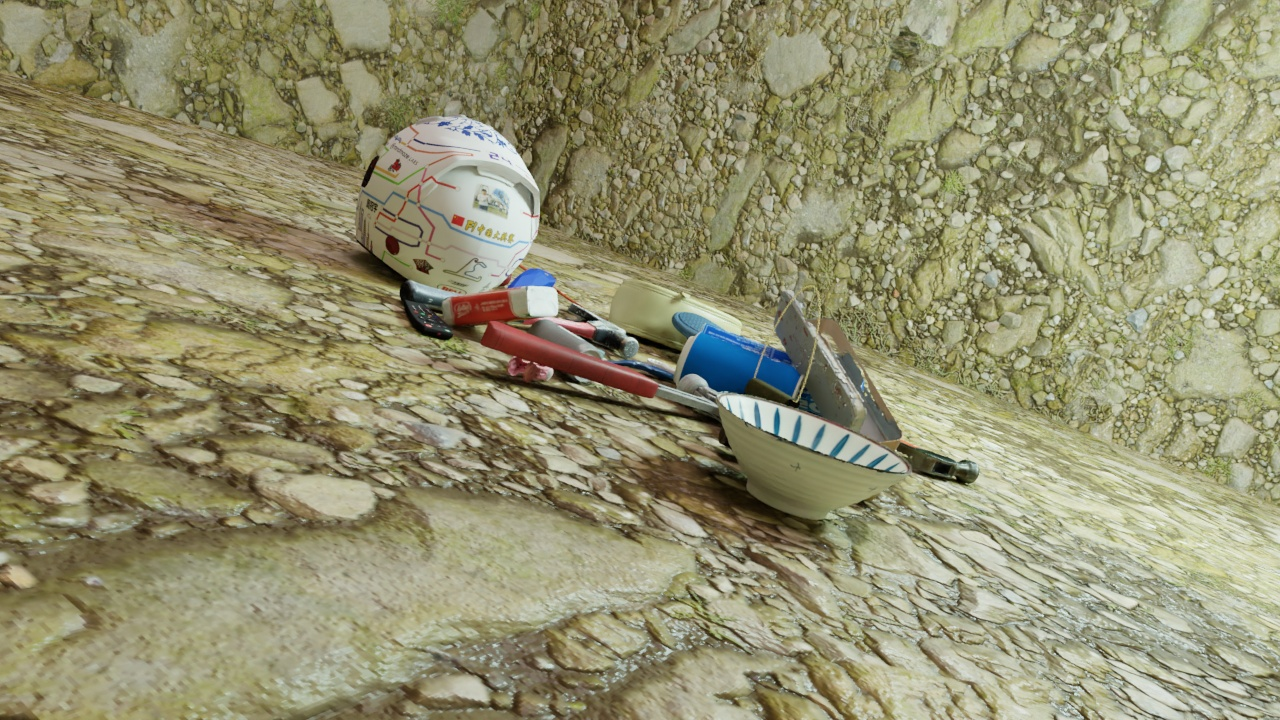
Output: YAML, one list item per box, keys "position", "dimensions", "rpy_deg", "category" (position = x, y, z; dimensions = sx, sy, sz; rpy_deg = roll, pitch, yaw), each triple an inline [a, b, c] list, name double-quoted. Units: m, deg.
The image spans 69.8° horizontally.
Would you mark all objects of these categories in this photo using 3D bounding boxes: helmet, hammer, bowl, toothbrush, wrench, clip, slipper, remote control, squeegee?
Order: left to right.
- position: [-0.239, -0.046, 1.022]
  dimensions: [0.039, 0.010, 0.125]
  rpy_deg: [14, 11, -29]
  category: "remote control"
- position: [-0.269, -0.224, 1.292]
  dimensions: [0.230, 0.236, 0.315]
  rpy_deg: [15, 10, -35]
  category: "helmet"
- position: [-0.162, -0.061, 1.197]
  dimensions: [0.325, 0.036, 0.140]
  rpy_deg: [11, 14, -40]
  category: "hammer"
- position: [-0.169, -0.112, 1.407]
  dimensions: [0.249, 0.055, 0.184]
  rpy_deg: [34, 23, 4]
  category: "squeegee"
- position: [-0.106, 0.011, 0.930]
  dimensions: [0.037, 0.022, 0.058]
  rpy_deg: [20, 7, 24]
  category: "clip"
- position: [-0.022, 0.017, 0.954]
  dimensions: [0.315, 0.036, 0.126]
  rpy_deg: [19, 11, -34]
  category: "hammer"
- position: [-0.007, 0.007, 1.168]
  dimensions: [0.132, 0.016, 0.021]
  rpy_deg: [14, 13, -24]
  category: "toothbrush"
- position: [0.133, -0.006, 1.406]
  dimensions: [0.213, 0.059, 0.103]
  rpy_deg: [30, 12, -26]
  category: "slipper"
- position: [0.132, 0.050, 1.220]
  dimensions: [0.273, 0.009, 0.047]
  rpy_deg: [21, 9, 14]
  category: "wrench"
- position: [0.138, 0.092, 0.799]
  dimensions: [0.177, 0.071, 0.177]
  rpy_deg: [18, 9, -3]
  category: "bowl"
- position: [0.311, 0.090, 1.297]
  dimensions: [0.133, 0.033, 0.333]
  rpy_deg: [13, 10, -29]
  category: "hammer"

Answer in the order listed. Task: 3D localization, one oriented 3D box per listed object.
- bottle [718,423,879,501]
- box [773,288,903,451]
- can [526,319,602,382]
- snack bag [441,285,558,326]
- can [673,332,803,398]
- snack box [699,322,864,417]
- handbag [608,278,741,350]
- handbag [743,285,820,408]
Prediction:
- position: [0.159, 0.088, 0.902]
  dimensions: [0.162, 0.056, 0.056]
  rpy_deg: [18, 9, -3]
  category: "bottle"
- position: [0.245, 0.012, 1.129]
  dimensions: [0.105, 0.096, 0.216]
  rpy_deg: [-1, 46, -22]
  category: "box"
- position: [-0.087, -0.012, 1.028]
  dimensions: [0.044, 0.044, 0.107]
  rpy_deg: [11, 12, -40]
  category: "can"
- position: [-0.161, -0.062, 1.061]
  dimensions: [0.116, 0.036, 0.077]
  rpy_deg: [-6, 1, 22]
  category: "snack bag"
- position: [0.119, 0.024, 1.128]
  dimensions: [0.146, 0.079, 0.078]
  rpy_deg: [21, 10, 12]
  category: "can"
- position: [0.176, 0.021, 1.210]
  dimensions: [0.226, 0.059, 0.059]
  rpy_deg: [19, 48, 7]
  category: "snack box"
- position: [0.061, -0.066, 1.514]
  dimensions: [0.232, 0.088, 0.191]
  rpy_deg: [18, 3, -12]
  category: "handbag"
- position: [0.160, 0.002, 1.027]
  dimensions: [0.027, 0.178, 0.084]
  rpy_deg: [13, 11, -33]
  category: "handbag"
